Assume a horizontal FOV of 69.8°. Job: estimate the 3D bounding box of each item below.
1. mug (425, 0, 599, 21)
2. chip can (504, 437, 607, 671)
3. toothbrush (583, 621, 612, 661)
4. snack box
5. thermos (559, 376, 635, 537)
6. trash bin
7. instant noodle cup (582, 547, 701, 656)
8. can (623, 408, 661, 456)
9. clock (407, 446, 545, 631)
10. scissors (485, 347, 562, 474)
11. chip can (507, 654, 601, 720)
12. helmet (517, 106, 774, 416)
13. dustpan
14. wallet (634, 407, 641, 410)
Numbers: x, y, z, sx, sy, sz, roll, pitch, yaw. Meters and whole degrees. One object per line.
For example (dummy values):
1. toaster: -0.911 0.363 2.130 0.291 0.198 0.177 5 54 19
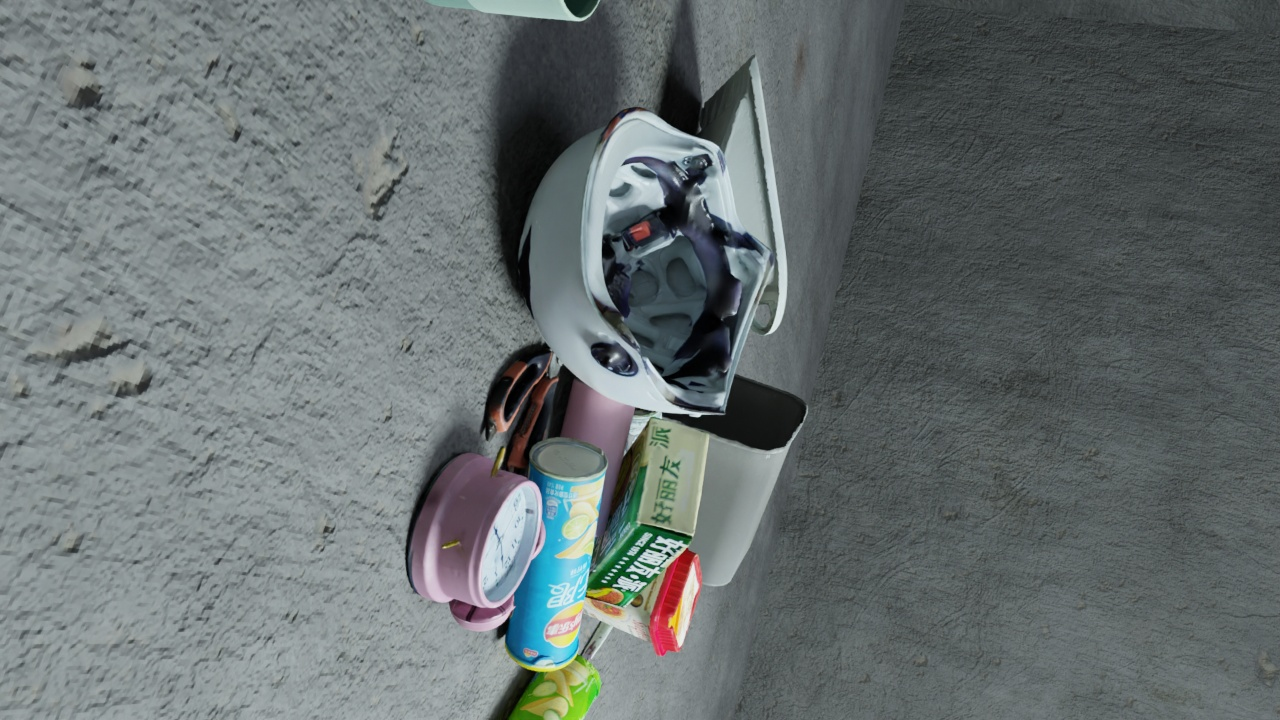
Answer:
1. mug: -0.077 -0.254 0.516 0.082 0.106 0.112 3 99 -72
2. chip can: -0.079 0.178 0.835 0.071 0.071 0.210 -43 147 -61
3. toothbrush: -0.067 0.371 1.126 0.187 0.016 0.017 -49 154 -57
4. snack box: -0.003 0.161 0.931 0.241 0.063 0.114 121 -17 -57
5. thermos: -0.035 0.070 0.886 0.067 0.087 0.198 7 100 -57
6. trash bin: 0.082 0.144 1.180 0.198 0.199 0.220 -39 145 -61
7. instant noodle cup: -0.003 0.269 1.077 0.116 0.124 0.116 77 30 -52
8. can: -0.008 0.114 1.067 0.058 0.058 0.147 -48 146 -58
9. clock: -0.122 0.147 0.726 0.159 0.060 0.117 83 26 -51
10. scissors: -0.084 0.015 0.834 0.197 0.015 0.213 18 84 -73
11. chip can: -0.110 0.383 0.903 0.220 0.073 0.073 -52 149 -55
12. helmet: -0.012 -0.074 0.767 0.258 0.146 0.228 43 53 -40
13. dustpan: 0.121 -0.171 1.044 0.223 0.142 0.257 -166 -86 -80
14. wallet: -0.006 0.006 0.961 0.125 0.032 0.101 -25 -131 65
